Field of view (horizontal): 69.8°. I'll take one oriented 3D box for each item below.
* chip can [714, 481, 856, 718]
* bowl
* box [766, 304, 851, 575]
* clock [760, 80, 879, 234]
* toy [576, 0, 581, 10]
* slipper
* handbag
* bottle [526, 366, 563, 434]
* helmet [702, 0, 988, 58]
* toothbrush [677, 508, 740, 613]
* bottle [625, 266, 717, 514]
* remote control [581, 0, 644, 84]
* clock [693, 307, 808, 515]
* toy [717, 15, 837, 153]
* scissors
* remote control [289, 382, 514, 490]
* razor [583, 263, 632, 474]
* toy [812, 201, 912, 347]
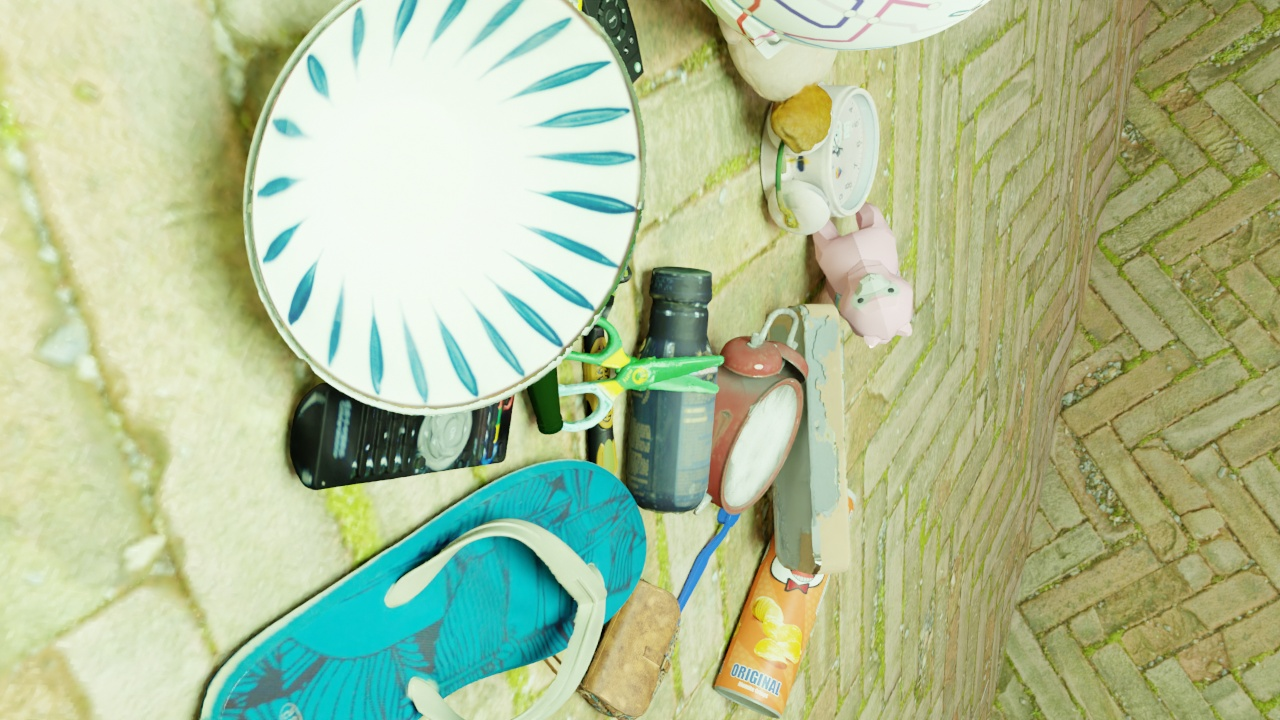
[{"bbox_3d":[0.134,0.210,0.835,0.210,0.062,0.062,-64,145,-22],"label":"chip can"},{"bbox_3d":[-0.085,-0.072,0.380,0.176,0.071,0.177,-21,124,-36],"label":"bowl"},{"bbox_3d":[0.157,0.064,0.772,0.094,0.121,0.217,-2,87,-14],"label":"box"},{"bbox_3d":[0.139,-0.164,0.734,0.157,0.059,0.117,-31,124,-49],"label":"clock"},{"bbox_3d":[-0.063,-0.172,0.430,0.094,0.041,0.095,-40,132,-39],"label":"toy"},{"bbox_3d":[-0.076,0.128,0.470,0.294,0.060,0.118,-21,104,-50],"label":"slipper"},{"bbox_3d":[-0.028,0.168,0.594,0.196,0.043,0.093,53,55,-46],"label":"handbag"},{"bbox_3d":[-0.059,-0.015,0.491,0.032,0.033,0.123,-41,133,-45],"label":"bottle"},{"bbox_3d":[0.078,-0.305,0.435,0.231,0.236,0.314,-33,112,-9],"label":"helmet"},{"bbox_3d":[0.038,0.181,0.727,0.186,0.011,0.016,-56,141,-28],"label":"toothbrush"},{"bbox_3d":[0.022,0.019,0.606,0.056,0.056,0.161,-13,110,-56],"label":"bottle"},{"bbox_3d":[-0.025,-0.208,0.506,0.039,0.010,0.125,-55,141,-34],"label":"remote control"},{"bbox_3d":[0.074,0.033,0.681,0.109,0.062,0.157,8,106,-58],"label":"clock"},{"bbox_3d":[0.098,-0.231,0.630,0.132,0.076,0.176,-21,110,-34],"label":"toy"},{"bbox_3d":[-0.004,0.018,0.554,0.131,0.013,0.078,13,101,-30],"label":"scissors"},{"bbox_3d":[-0.107,0.032,0.442,0.140,0.021,0.045,3,98,-63],"label":"remote control"},{"bbox_3d":[-0.025,0.008,0.562,0.044,0.021,0.144,-16,113,-36],"label":"razor"},{"bbox_3d":[0.196,-0.063,0.792,0.123,0.067,0.157,59,17,-46],"label":"toy"}]
